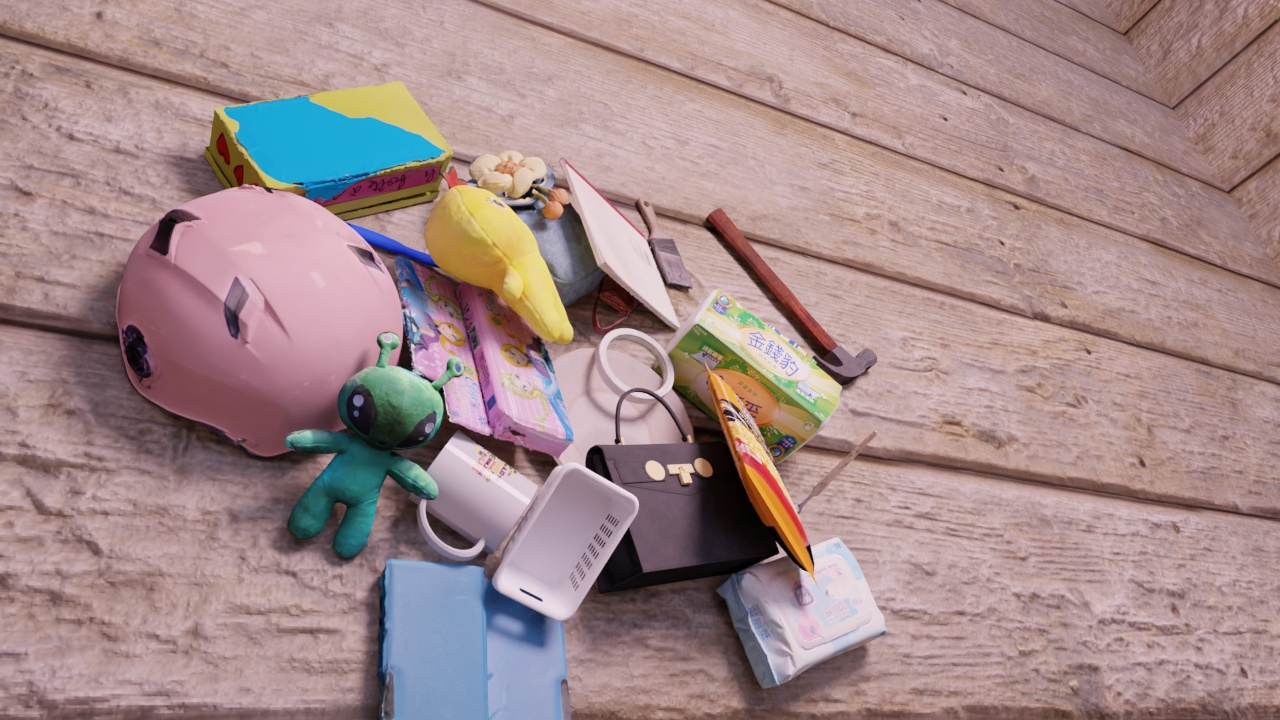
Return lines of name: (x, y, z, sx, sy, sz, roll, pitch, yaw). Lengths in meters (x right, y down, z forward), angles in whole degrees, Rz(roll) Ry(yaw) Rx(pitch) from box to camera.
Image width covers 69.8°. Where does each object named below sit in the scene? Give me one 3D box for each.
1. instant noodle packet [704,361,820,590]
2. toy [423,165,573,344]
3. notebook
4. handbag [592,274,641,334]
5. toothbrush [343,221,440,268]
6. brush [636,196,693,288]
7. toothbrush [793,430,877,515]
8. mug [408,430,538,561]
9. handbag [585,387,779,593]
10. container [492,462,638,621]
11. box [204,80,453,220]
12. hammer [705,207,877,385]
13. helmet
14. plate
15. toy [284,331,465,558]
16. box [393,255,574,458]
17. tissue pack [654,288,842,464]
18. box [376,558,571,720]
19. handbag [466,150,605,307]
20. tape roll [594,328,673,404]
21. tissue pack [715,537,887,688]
instant noodle packet: (0.121, 0.110, 0.941, 0.160, 0.032, 0.220, 57, 9, -27)
toy: (-0.141, -0.099, 0.916, 0.207, 0.092, 0.134, 44, 3, 10)
notebook: (-0.019, -0.131, 1.071, 0.208, 0.012, 0.153, 35, 30, -58)
handbag: (-0.034, -0.060, 1.052, 0.055, 0.029, 0.119, 33, 29, -4)
toothbrush: (-0.239, -0.110, 0.991, 0.182, 0.018, 0.016, 21, 48, -15)
brush: (0.028, -0.155, 1.198, 0.038, 0.012, 0.151, -2, 59, -34)
toothbrush: (0.196, 0.127, 0.973, 0.010, 0.182, 0.010, -6, 56, -33)
mug: (-0.155, 0.128, 0.819, 0.089, 0.074, 0.105, 36, 45, -5)
handbag: (0.025, 0.117, 0.919, 0.175, 0.072, 0.195, 2, 62, -39)
container: (-0.069, 0.154, 0.812, 0.080, 0.129, 0.049, 32, 0, -19)
box: (-0.326, -0.216, 0.971, 0.220, 0.081, 0.124, -28, 74, -40)
hammer: (0.193, -0.090, 1.247, 0.110, 0.028, 0.300, -28, 75, -44)
helmet: (-0.329, -0.056, 0.801, 0.255, 0.153, 0.229, 45, 48, 13)
plate: (-0.028, 0.072, 0.977, 0.188, 0.027, 0.188, 17, 49, -22)
toy: (-0.225, 0.070, 0.769, 0.130, 0.193, 0.072, 28, 2, -23)
box: (-0.157, -0.014, 0.896, 0.159, 0.035, 0.230, 22, 31, -37)
tissue pack: (0.137, 0.002, 1.084, 0.197, 0.121, 0.141, 43, 43, -8)
box: (-0.130, 0.279, 0.750, 0.174, 0.034, 0.231, 11, 51, -27)
handbag: (-0.119, -0.154, 1.027, 0.192, 0.119, 0.121, 44, 44, 9)
tape roll: (-0.006, 0.006, 1.011, 0.093, 0.013, 0.092, 17, 50, -21)
tissue pack: (0.172, 0.253, 0.941, 0.181, 0.070, 0.112, -8, 61, -38)
